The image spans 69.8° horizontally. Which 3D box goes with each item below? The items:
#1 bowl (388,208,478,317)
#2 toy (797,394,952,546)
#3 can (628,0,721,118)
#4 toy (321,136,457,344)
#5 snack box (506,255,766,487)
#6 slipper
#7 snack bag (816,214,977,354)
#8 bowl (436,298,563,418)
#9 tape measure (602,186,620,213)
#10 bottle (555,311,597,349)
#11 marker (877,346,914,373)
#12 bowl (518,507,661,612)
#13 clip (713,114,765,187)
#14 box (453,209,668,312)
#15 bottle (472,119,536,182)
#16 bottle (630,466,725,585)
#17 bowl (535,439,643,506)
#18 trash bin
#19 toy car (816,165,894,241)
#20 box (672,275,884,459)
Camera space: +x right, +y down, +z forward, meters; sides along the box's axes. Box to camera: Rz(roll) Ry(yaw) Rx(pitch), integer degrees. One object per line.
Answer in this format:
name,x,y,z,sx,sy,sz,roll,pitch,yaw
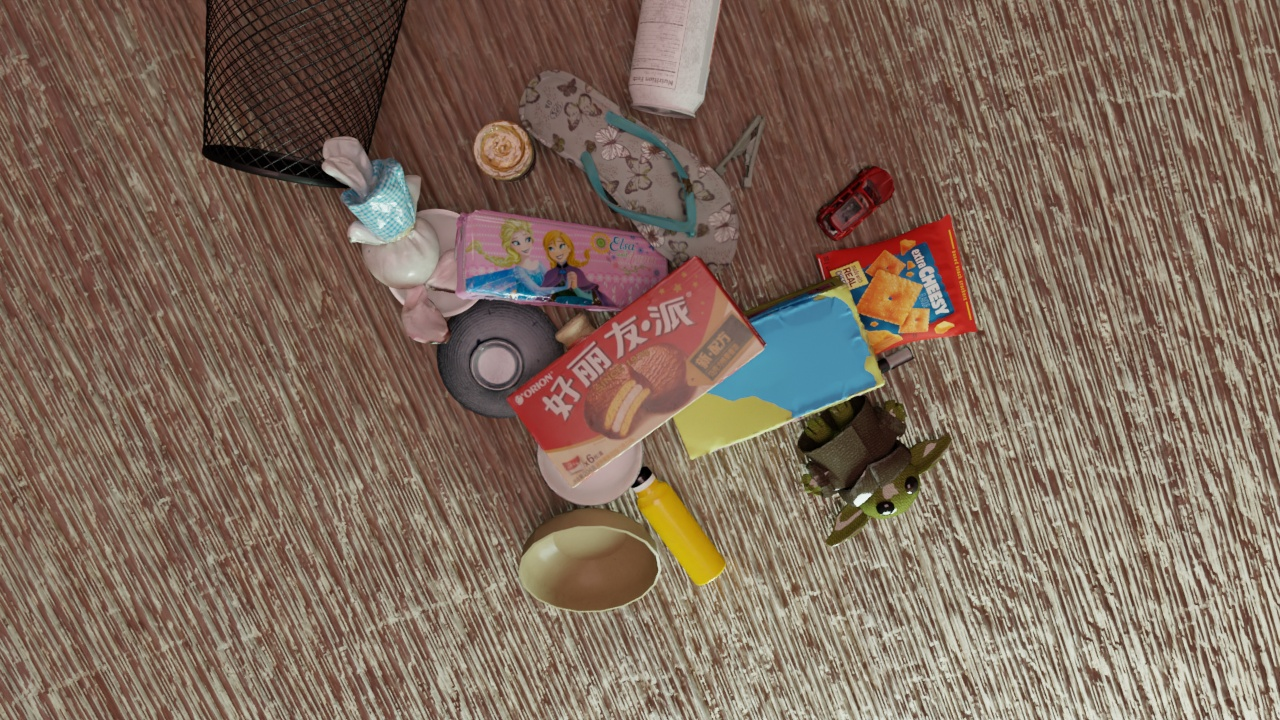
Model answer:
bowl,-0.208,-0.102,0.955,0.110,0.040,0.110,0,98,-2
toy,0.243,0.108,1.002,0.179,0.078,0.153,-42,102,1
can,0.034,-0.316,0.914,0.078,0.078,0.136,9,99,-5
toy,-0.241,-0.119,0.870,0.130,0.106,0.205,-58,133,-28
snack box,-0.004,0.011,0.905,0.236,0.060,0.113,-36,88,8
slipper,-0.001,-0.191,0.908,0.269,0.054,0.098,40,95,-9
snack bag,0.276,-0.074,0.991,0.144,0.039,0.131,-16,101,8
bowl,-0.150,0.001,0.969,0.137,0.057,0.137,-1,100,-4
tape measure,-0.012,-0.191,0.954,0.064,0.037,0.065,-22,103,1
bottle,-0.042,-0.001,0.983,0.044,0.044,0.109,-42,98,4
marker,0.236,0.022,1.019,0.140,0.016,0.016,-26,101,1
bowl,-0.055,0.209,0.998,0.152,0.050,0.153,-2,131,-2
clip,0.111,-0.223,0.964,0.059,0.023,0.076,24,100,-9
box,-0.076,-0.094,0.920,0.230,0.053,0.084,3,83,-33
bottle,-0.133,-0.205,0.909,0.056,0.105,0.056,-1,100,-4
bottle,0.038,0.182,1.020,0.043,0.043,0.143,-35,100,3
bowl,-0.055,0.094,0.988,0.113,0.063,0.113,-1,100,-3
trash bin,-0.317,-0.281,0.854,0.184,0.184,0.210,13,105,-6
toy car,0.230,-0.168,0.976,0.091,0.036,0.042,-42,99,-2
box,0.132,0.006,0.968,0.221,0.080,0.124,-24,100,5
